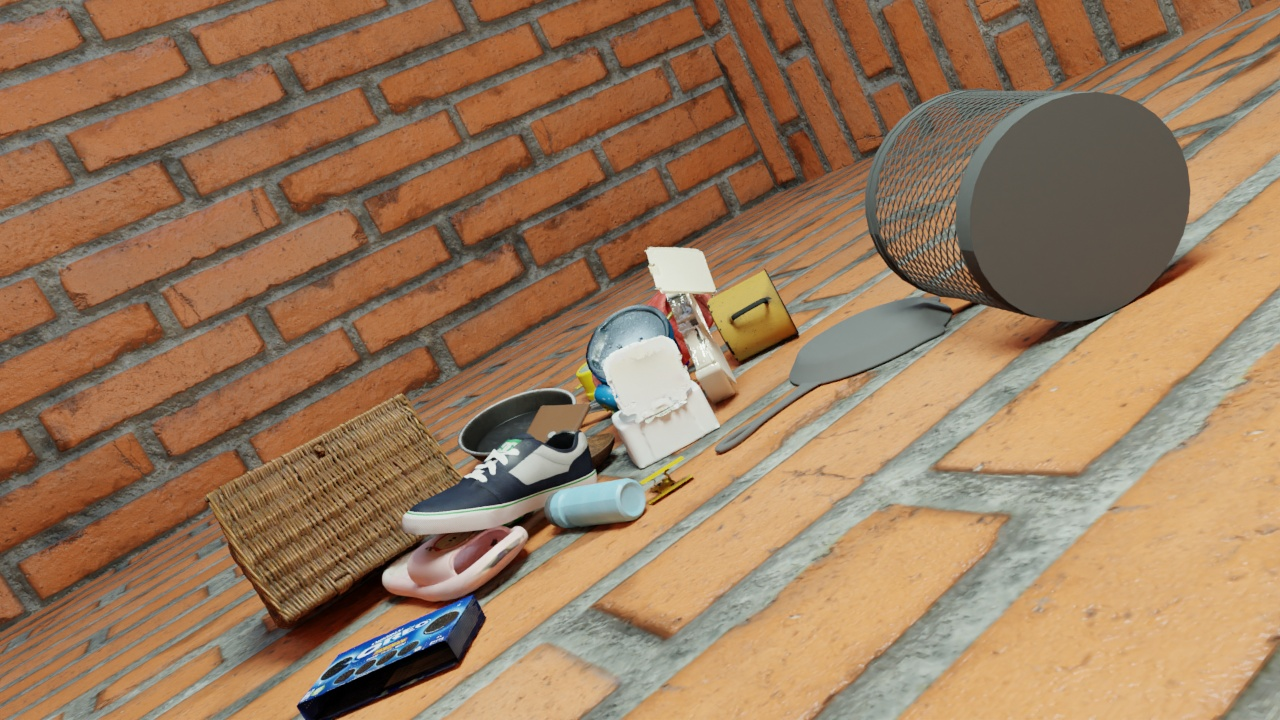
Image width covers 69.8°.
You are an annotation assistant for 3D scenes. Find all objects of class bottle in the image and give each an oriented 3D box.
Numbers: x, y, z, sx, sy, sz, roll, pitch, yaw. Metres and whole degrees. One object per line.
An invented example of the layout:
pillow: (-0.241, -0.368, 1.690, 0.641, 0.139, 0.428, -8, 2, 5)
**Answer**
bottle: (-0.050, 0.143, 0.907, 0.130, 0.040, 0.040, -17, 14, 46)

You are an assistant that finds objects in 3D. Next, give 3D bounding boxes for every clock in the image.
clock: (-0.007, 0.007, 1.147, 0.117, 0.060, 0.161, -12, 53, 23)
clock: (-0.055, 0.019, 1.521, 0.084, 0.057, 0.118, -19, 19, 43)

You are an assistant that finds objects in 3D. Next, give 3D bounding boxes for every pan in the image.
pan: (-0.105, 0.080, 1.354, 0.357, 0.055, 0.186, -10, 25, 19)
pan: (0.206, 0.001, 1.009, 0.353, 0.024, 0.217, -33, 11, -28)

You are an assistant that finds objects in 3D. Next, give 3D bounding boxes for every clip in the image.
clip: (0.023, 0.120, 0.903, 0.054, 0.044, 0.049, -32, -31, -19)

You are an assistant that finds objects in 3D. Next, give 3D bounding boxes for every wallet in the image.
wallet: (-0.124, 0.104, 1.228, 0.088, 0.013, 0.120, -4, 41, 31)

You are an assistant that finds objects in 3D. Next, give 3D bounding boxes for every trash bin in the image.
trash bin: (0.354, -0.149, 0.864, 0.218, 0.218, 0.227, -27, 14, 2)

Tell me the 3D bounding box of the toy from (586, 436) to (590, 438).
toy: (-0.119, 0.117, 1.248, 0.112, 0.030, 0.049, -1, 24, 34)

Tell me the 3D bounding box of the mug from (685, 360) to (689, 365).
mug: (0.023, -0.020, 1.442, 0.079, 0.083, 0.111, -26, 10, 5)

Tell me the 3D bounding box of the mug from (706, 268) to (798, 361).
mug: (0.148, -0.060, 1.242, 0.094, 0.100, 0.123, -28, -10, 9)

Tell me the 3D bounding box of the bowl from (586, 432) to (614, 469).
bowl: (-0.075, 0.125, 1.111, 0.101, 0.026, 0.114, -36, 12, -38)

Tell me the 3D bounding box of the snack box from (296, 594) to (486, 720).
snack box: (-0.211, 0.256, 0.787, 0.150, 0.027, 0.082, -25, 9, 10)

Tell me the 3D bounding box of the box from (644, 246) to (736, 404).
box: (0.074, -0.049, 1.072, 0.070, 0.143, 0.186, -25, -26, 7)

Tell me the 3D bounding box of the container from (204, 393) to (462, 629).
container: (-0.356, 0.190, 1.072, 0.249, 0.162, 0.184, -31, -8, -37)

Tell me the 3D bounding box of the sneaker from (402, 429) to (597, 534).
sneaker: (-0.146, 0.122, 0.957, 0.234, 0.079, 0.084, -13, 8, -44)

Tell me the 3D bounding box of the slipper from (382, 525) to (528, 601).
slipper: (-0.196, 0.202, 0.948, 0.222, 0.055, 0.106, -19, 10, 46)

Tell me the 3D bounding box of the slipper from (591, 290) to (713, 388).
slipper: (0.017, -0.017, 1.339, 0.249, 0.103, 0.059, -45, 17, 30)

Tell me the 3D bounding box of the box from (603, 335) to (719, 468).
box: (0.009, 0.036, 1.032, 0.109, 0.136, 0.121, -30, 9, -4)

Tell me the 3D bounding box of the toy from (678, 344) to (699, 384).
toy: (0.024, 0.050, 1.201, 0.088, 0.094, 0.132, 10, 61, 37)

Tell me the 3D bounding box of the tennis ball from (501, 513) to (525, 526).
tennis ball: (-0.158, 0.157, 1.052, 0.065, 0.065, 0.065, -26, 10, 5)
